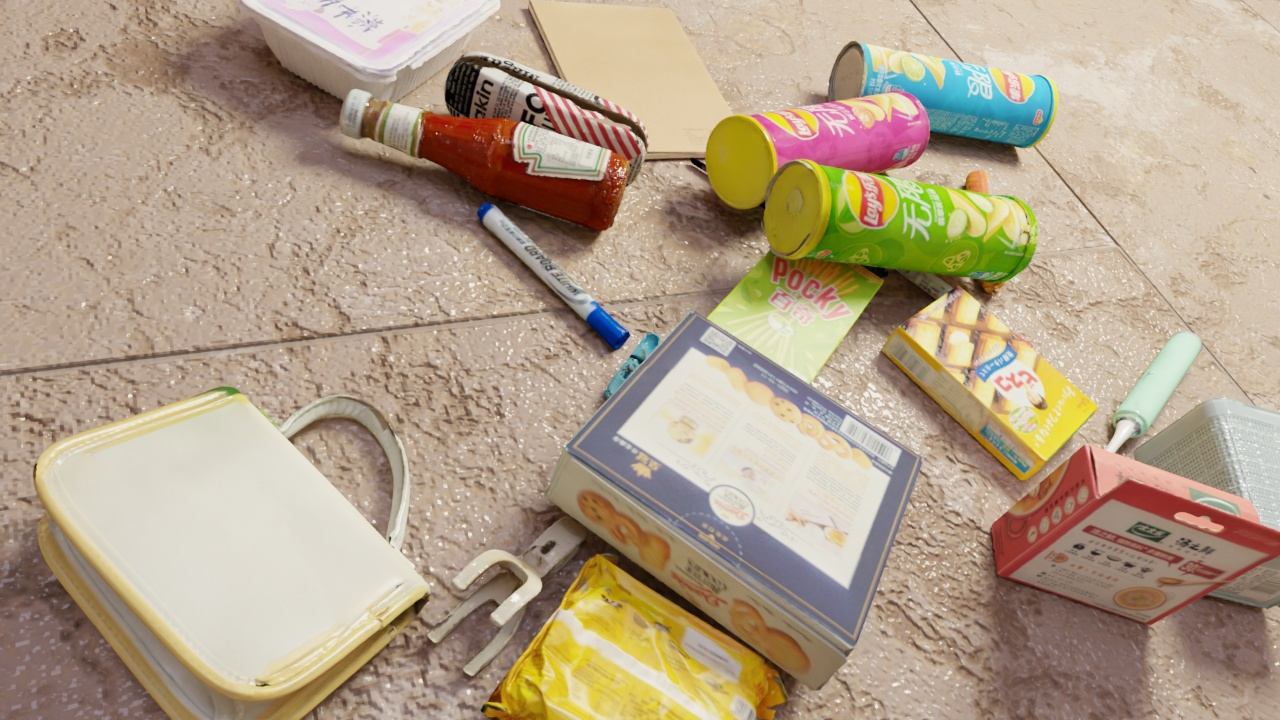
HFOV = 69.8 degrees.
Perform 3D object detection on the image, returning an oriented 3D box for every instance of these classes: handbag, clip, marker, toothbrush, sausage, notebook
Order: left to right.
[{"bbox_3d":[-0.181,0.085,0.464,0.163,0.063,0.178,41,36,14],"label":"handbag"},{"bbox_3d":[-0.072,0.125,0.485,0.035,0.094,0.102,37,12,12],"label":"clip"},{"bbox_3d":[-0.063,-0.061,0.640,0.146,0.017,0.016,44,52,16],"label":"marker"},{"bbox_3d":[-0.006,0.006,0.606,0.015,0.049,0.056,35,56,8],"label":"clip"},{"bbox_3d":[-0.001,-0.253,0.819,0.149,0.012,0.211,-7,56,-25],"label":"notebook"},{"bbox_3d":[0.118,-0.116,0.751,0.189,0.014,0.016,33,74,9],"label":"toothbrush"},{"bbox_3d":[0.252,-0.050,0.743,0.145,0.017,0.017,40,51,14],"label":"marker"},{"bbox_3d":[0.304,-0.117,0.811,0.021,0.022,0.164,16,49,-7],"label":"sausage"},{"bbox_3d":[0.393,0.035,0.719,0.223,0.027,0.026,-34,103,-37],"label":"toothbrush"}]

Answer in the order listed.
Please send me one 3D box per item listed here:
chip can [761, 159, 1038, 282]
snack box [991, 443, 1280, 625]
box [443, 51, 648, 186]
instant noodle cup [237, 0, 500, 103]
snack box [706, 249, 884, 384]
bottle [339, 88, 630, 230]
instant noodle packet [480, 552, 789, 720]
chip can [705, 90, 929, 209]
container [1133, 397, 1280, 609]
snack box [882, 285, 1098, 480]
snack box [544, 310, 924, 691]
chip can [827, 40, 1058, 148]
[{"bbox_3d":[0.203,-0.103,0.701,0.221,0.073,0.072,3,52,-25],"label":"chip can"},{"bbox_3d":[0.303,0.104,0.565,0.113,0.127,0.044,20,49,-5],"label":"snack box"},{"bbox_3d":[-0.073,-0.179,0.699,0.164,0.072,0.059,22,31,2],"label":"box"},{"bbox_3d":[-0.208,-0.264,0.722,0.138,0.060,0.173,30,50,5],"label":"instant noodle cup"},{"bbox_3d":[0.111,-0.036,0.676,0.086,0.026,0.156,36,50,10],"label":"snack box"},{"bbox_3d":[-0.112,-0.149,0.664,0.206,0.060,0.059,16,49,-6],"label":"bottle"},{"bbox_3d":[0.001,0.171,0.461,0.128,0.044,0.110,34,48,6],"label":"instant noodle packet"},{"bbox_3d":[0.153,-0.179,0.763,0.210,0.072,0.071,-20,62,-36],"label":"chip can"},{"bbox_3d":[0.415,0.102,0.634,0.090,0.090,0.111,15,53,-7],"label":"container"},{"bbox_3d":[0.260,0.013,0.685,0.086,0.034,0.140,-29,69,-34],"label":"snack box"},{"bbox_3d":[0.064,0.068,0.543,0.178,0.046,0.182,34,39,8],"label":"snack box"},{"bbox_3d":[0.291,-0.255,0.883,0.210,0.071,0.071,5,52,-16],"label":"chip can"}]
